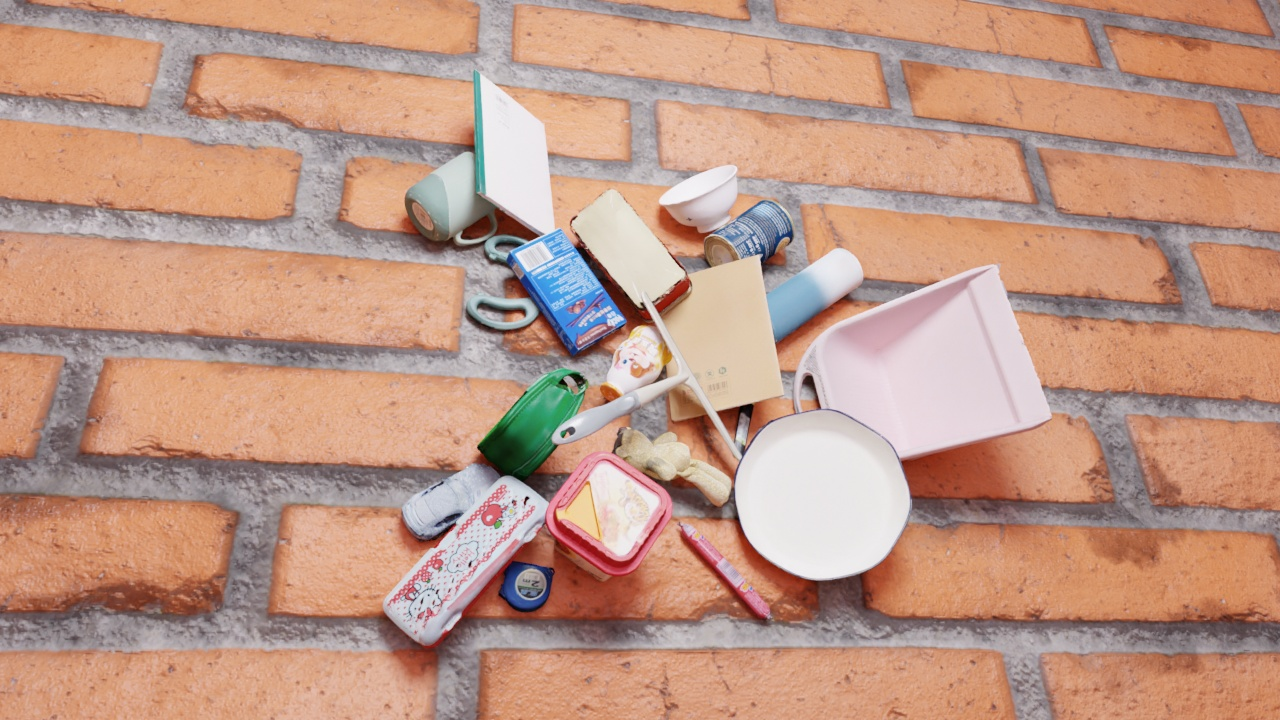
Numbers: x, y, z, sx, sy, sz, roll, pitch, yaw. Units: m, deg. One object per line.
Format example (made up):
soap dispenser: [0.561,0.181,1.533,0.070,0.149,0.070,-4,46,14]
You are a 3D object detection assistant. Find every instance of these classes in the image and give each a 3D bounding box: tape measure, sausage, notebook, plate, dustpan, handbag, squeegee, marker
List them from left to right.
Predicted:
notebook: [-0.172,-0.277,1.247,0.150,0.012,0.208,30,45,-50]
tape measure: [-0.128,0.252,1.023,0.058,0.025,0.054,10,62,-3]
handbag: [-0.122,0.073,1.062,0.068,0.132,0.119,41,54,-4]
squeegee: [-0.004,0.045,1.053,0.245,0.039,0.246,-23,80,-44]
notebook: [0.099,-0.031,1.191,0.148,0.008,0.207,-15,61,16]
sausage: [0.099,0.246,1.080,0.020,0.020,0.156,-37,76,-27]
marker: [0.136,0.069,1.188,0.018,0.015,0.124,15,63,-3]
plate: [0.216,0.162,1.104,0.205,0.045,0.204,-2,73,7]
dustpan: [0.335,0.021,1.150,0.138,0.274,0.222,12,54,-35]

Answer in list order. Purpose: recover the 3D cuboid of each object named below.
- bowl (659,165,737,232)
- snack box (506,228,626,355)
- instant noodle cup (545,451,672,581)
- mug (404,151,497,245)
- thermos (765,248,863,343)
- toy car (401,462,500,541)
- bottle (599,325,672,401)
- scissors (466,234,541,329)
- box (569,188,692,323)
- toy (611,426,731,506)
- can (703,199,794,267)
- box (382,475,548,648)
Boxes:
bowl: [0.093,-0.220,1.295,0.118,0.118,0.065,-39,114,-27]
snack box: [-0.096,-0.091,1.196,0.084,0.026,0.157,-31,82,-30]
instant noodle cup: [-0.041,0.183,1.023,0.116,0.124,0.116,34,60,7]
mug: [-0.242,-0.202,1.217,0.106,0.082,0.112,-41,109,-28]
thermos: [0.210,-0.076,1.254,0.220,0.070,0.070,-34,74,-25]
toy car: [-0.214,0.160,1.049,0.120,0.037,0.054,-28,71,-27]
bottle: [-0.007,0.007,1.159,0.063,0.063,0.108,35,60,7]
scissors: [-0.155,-0.085,1.203,0.174,0.019,0.177,36,59,4]
box: [-0.013,-0.142,1.213,0.091,0.079,0.168,-39,75,0]
toy: [0.039,0.130,1.111,0.157,0.066,0.105,25,27,-3]
can: [0.151,-0.167,1.281,0.111,0.075,0.075,-36,75,-26]
box: [-0.184,0.214,0.993,0.087,0.048,0.200,26,62,35]
